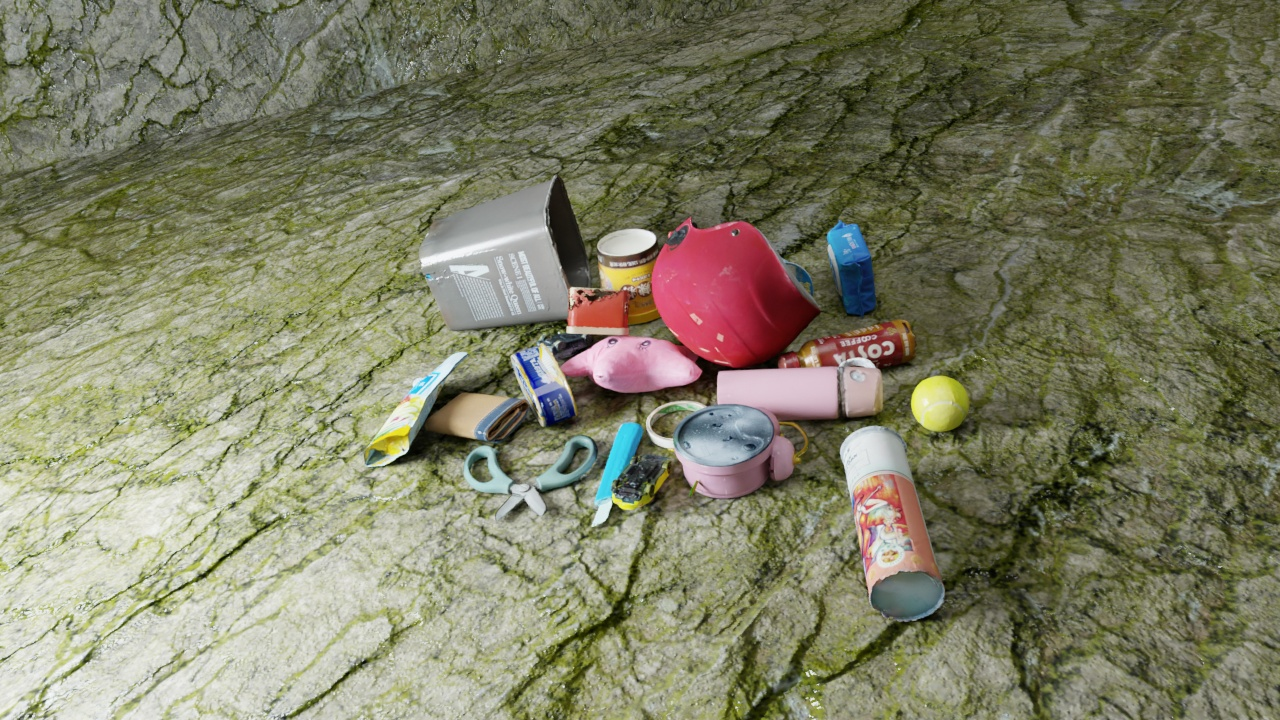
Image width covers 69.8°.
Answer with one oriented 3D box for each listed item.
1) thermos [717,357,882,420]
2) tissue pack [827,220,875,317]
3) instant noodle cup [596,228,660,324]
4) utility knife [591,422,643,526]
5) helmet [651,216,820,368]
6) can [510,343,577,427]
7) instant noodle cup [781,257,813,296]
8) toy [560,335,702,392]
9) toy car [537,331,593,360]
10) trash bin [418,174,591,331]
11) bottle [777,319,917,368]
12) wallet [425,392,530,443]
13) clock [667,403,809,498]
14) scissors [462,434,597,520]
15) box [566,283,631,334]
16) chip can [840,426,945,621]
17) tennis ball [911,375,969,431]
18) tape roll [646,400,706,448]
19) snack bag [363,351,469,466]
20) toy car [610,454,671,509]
[{"bbox_3d":[0.197,0.034,1.139,0.199,0.067,0.087,-4,45,11],"label":"thermos"},{"bbox_3d":[0.310,-0.138,1.358,0.052,0.095,0.156,-11,31,8],"label":"tissue pack"},{"bbox_3d":[-0.013,-0.133,1.416,0.118,0.115,0.118,-6,32,4],"label":"instant noodle cup"},{"bbox_3d":[-0.029,0.133,1.093,0.034,0.018,0.178,-12,30,23],"label":"utility knife"},{"bbox_3d":[0.098,-0.075,1.215,0.240,0.207,0.143,14,63,53],"label":"helmet"},{"bbox_3d":[-0.130,0.032,1.227,0.049,0.075,0.148,-21,34,-12],"label":"can"},{"bbox_3d":[0.192,-0.117,1.363,0.099,0.099,0.109,-12,26,-4],"label":"instant noodle cup"},{"bbox_3d":[-0.007,0.007,1.221,0.195,0.075,0.178,3,14,24],"label":"toy"},{"bbox_3d":[-0.109,-0.024,1.346,0.043,0.034,0.090,16,26,42],"label":"toy car"},{"bbox_3d":[-0.209,-0.156,1.446,0.220,0.199,0.198,-12,32,9],"label":"trash bin"},{"bbox_3d":[0.268,-0.008,1.198,0.175,0.057,0.057,-13,32,-6],"label":"bottle"},{"bbox_3d":[-0.216,0.075,1.216,0.115,0.033,0.090,6,33,32],"label":"wallet"},{"bbox_3d":[0.117,0.102,1.066,0.158,0.060,0.117,-15,32,-6],"label":"clock"},{"bbox_3d":[-0.128,0.131,1.124,0.178,0.019,0.170,-25,34,-24],"label":"scissors"},{"bbox_3d":[-0.061,-0.080,1.290,0.091,0.077,0.168,2,5,-3],"label":"box"},{"bbox_3d":[0.252,0.159,0.929,0.071,0.071,0.214,-5,33,7],"label":"chip can"},{"bbox_3d":[0.351,0.051,1.076,0.065,0.065,0.065,-7,32,4],"label":"tennis ball"},{"bbox_3d":[0.050,0.080,1.158,0.086,0.014,0.085,-7,32,4],"label":"tape roll"},{"bbox_3d":[-0.302,0.061,1.235,0.111,0.039,0.190,-39,18,34],"label":"snack bag"},{"bbox_3d":[0.003,0.141,1.061,0.048,0.032,0.105,4,23,21],"label":"toy car"}]
